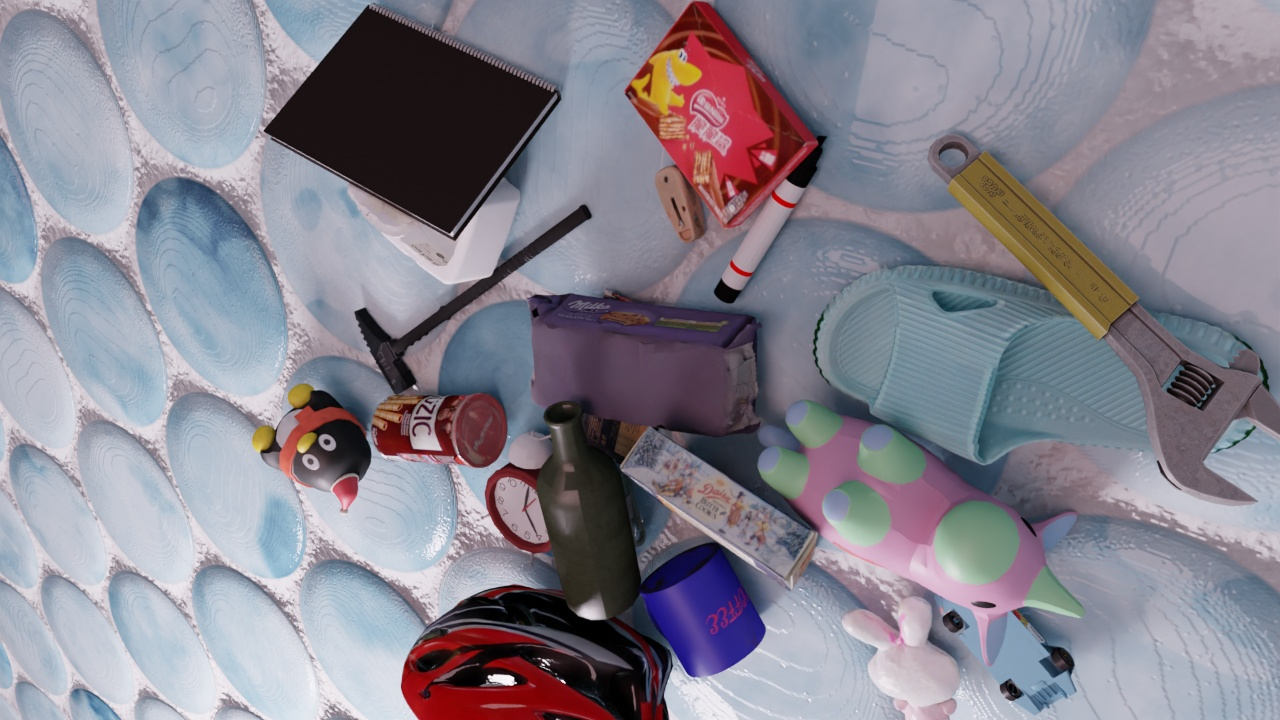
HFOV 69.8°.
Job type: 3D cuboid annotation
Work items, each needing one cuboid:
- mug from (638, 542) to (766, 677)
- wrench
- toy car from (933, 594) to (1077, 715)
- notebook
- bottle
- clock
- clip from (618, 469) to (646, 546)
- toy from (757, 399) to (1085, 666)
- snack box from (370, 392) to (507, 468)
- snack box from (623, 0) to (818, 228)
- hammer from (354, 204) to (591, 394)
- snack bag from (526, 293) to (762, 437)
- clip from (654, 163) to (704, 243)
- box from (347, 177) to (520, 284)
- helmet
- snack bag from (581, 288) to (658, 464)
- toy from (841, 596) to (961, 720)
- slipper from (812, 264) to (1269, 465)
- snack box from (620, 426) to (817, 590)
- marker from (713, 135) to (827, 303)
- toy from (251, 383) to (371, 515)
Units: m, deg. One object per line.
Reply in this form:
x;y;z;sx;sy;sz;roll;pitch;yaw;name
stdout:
0.044;0.219;0.805;0.111;0.079;0.083;-26;95;51;mug
0.263;-0.035;0.538;0.083;0.018;0.273;-39;70;1;wrench
0.270;0.203;0.677;0.107;0.027;0.060;50;129;17;toy car
-0.186;-0.200;0.744;0.207;0.149;0.016;29;167;20;notebook
-0.047;0.126;0.777;0.071;0.071;0.207;12;128;29;bottle
-0.096;0.127;0.873;0.096;0.048;0.138;41;128;12;clock
-0.017;0.136;0.842;0.047;0.023;0.076;-9;103;38;clip
0.184;0.105;0.644;0.171;0.120;0.222;35;175;-33;toy
-0.199;0.067;0.901;0.121;0.072;0.072;-1;110;35;snack box
0.053;-0.172;0.646;0.133;0.021;0.089;55;130;13;snack box
-0.161;-0.067;0.853;0.326;0.015;0.095;-28;93;38;hammer
-0.004;0.004;0.731;0.206;0.058;0.096;7;114;27;snack bag
0.030;-0.119;0.693;0.025;0.047;0.062;-8;133;36;clip
-0.187;-0.124;0.764;0.110;0.130;0.103;37;122;18;box
-0.097;0.300;0.859;0.272;0.217;0.167;8;80;31;helmet
-0.012;0.022;0.789;0.075;0.018;0.155;26;123;22;snack bag
0.214;0.243;0.726;0.076;0.037;0.125;-20;101;34;toy
0.238;0.007;0.587;0.277;0.069;0.116;12;113;28;slipper
0.065;0.118;0.711;0.145;0.144;0.042;32;81;17;snack box
0.094;-0.101;0.664;0.019;0.019;0.146;39;127;13;marker
-0.338;0.097;0.988;0.119;0.097;0.100;34;171;30;toy
